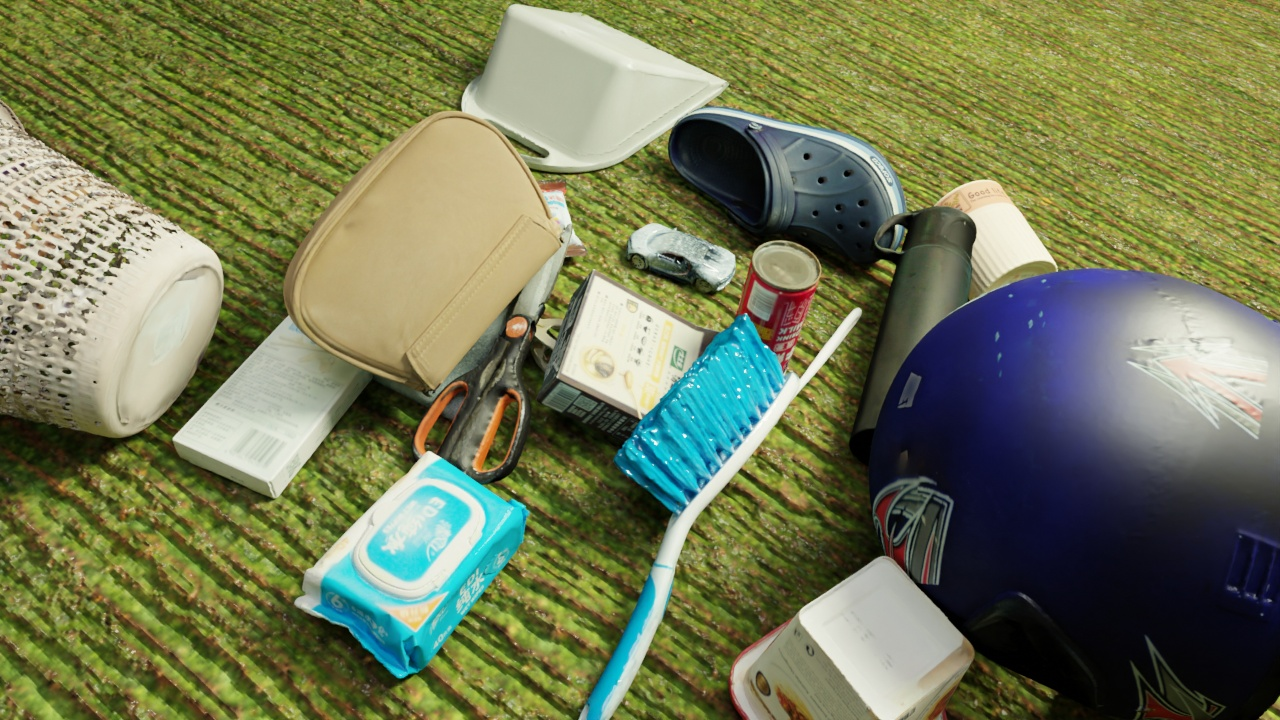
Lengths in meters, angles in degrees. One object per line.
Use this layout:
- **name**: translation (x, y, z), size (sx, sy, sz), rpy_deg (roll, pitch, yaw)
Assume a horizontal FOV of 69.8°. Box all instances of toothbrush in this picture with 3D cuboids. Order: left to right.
- **toothbrush**: translation (0.146, 0.005, 0.790), size (0.016, 0.016, 0.179), rpy_deg (30, 53, 22)

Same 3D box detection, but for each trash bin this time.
- **trash bin**: translation (-0.418, -0.049, 0.642), size (0.192, 0.228, 0.226), rpy_deg (23, 49, -5)

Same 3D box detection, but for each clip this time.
- **clip**: translation (-0.085, -0.023, 0.763), size (0.100, 0.075, 0.034), rpy_deg (33, 53, 17)

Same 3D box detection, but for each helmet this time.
- **helmet**: translation (0.270, 0.086, 0.576), size (0.241, 0.316, 0.246), rpy_deg (13, 60, 28)

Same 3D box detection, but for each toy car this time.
- **toy car**: translation (0.037, -0.098, 0.852), size (0.105, 0.031, 0.048), rpy_deg (21, 49, 11)

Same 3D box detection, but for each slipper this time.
- **slipper**: translation (0.132, -0.172, 0.877), size (0.253, 0.105, 0.095), rpy_deg (29, 45, 19)

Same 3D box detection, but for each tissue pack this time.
- **tissue pack**: translation (-0.147, 0.131, 0.607), size (0.090, 0.063, 0.139), rpy_deg (28, 51, 16)

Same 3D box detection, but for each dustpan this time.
- **dustpan**: translation (-0.066, -0.293, 1.019), size (0.223, 0.143, 0.257), rpy_deg (31, 23, 18)

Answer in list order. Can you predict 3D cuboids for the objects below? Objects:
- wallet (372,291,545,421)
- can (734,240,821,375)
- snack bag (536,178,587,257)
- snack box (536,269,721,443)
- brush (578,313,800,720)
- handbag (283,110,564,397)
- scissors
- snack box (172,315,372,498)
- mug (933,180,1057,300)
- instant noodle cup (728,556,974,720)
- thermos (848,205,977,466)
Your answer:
- **wallet**: translation (-0.144, -0.015, 0.735), size (0.097, 0.019, 0.120), rpy_deg (25, 77, 12)
- **can**: translation (0.102, -0.029, 0.733), size (0.053, 0.133, 0.053), rpy_deg (4, 49, -5)
- **snack bag**: translation (-0.082, -0.131, 0.867), size (0.045, 0.026, 0.105), rpy_deg (-6, 53, -17)
- **snack box**: translation (-0.004, 0.004, 0.724), size (0.125, 0.053, 0.113), rpy_deg (28, 51, -16)
- **brush**: translation (0.020, 0.101, 0.631), size (0.109, 0.061, 0.313), rpy_deg (45, 62, -5)
- **handbag**: translation (-0.163, -0.080, 0.690), size (0.148, 0.100, 0.204), rpy_deg (44, 79, -22)
- **scissors**: translation (-0.113, -0.015, 0.710), size (0.139, 0.022, 0.234), rpy_deg (-8, 61, 16)
- **snack box**: translation (-0.270, 0.026, 0.704), size (0.085, 0.027, 0.156), rpy_deg (20, 50, 10)
- **mug**: translation (0.315, -0.098, 0.867), size (0.114, 0.082, 0.105), rpy_deg (-24, 54, 7)
- **instant noodle cup**: translation (0.130, 0.191, 0.555), size (0.116, 0.124, 0.116), rpy_deg (-25, 57, -26)
- **thermos**: translation (0.222, -0.026, 0.768), size (0.090, 0.069, 0.241), rpy_deg (16, 58, 9)
